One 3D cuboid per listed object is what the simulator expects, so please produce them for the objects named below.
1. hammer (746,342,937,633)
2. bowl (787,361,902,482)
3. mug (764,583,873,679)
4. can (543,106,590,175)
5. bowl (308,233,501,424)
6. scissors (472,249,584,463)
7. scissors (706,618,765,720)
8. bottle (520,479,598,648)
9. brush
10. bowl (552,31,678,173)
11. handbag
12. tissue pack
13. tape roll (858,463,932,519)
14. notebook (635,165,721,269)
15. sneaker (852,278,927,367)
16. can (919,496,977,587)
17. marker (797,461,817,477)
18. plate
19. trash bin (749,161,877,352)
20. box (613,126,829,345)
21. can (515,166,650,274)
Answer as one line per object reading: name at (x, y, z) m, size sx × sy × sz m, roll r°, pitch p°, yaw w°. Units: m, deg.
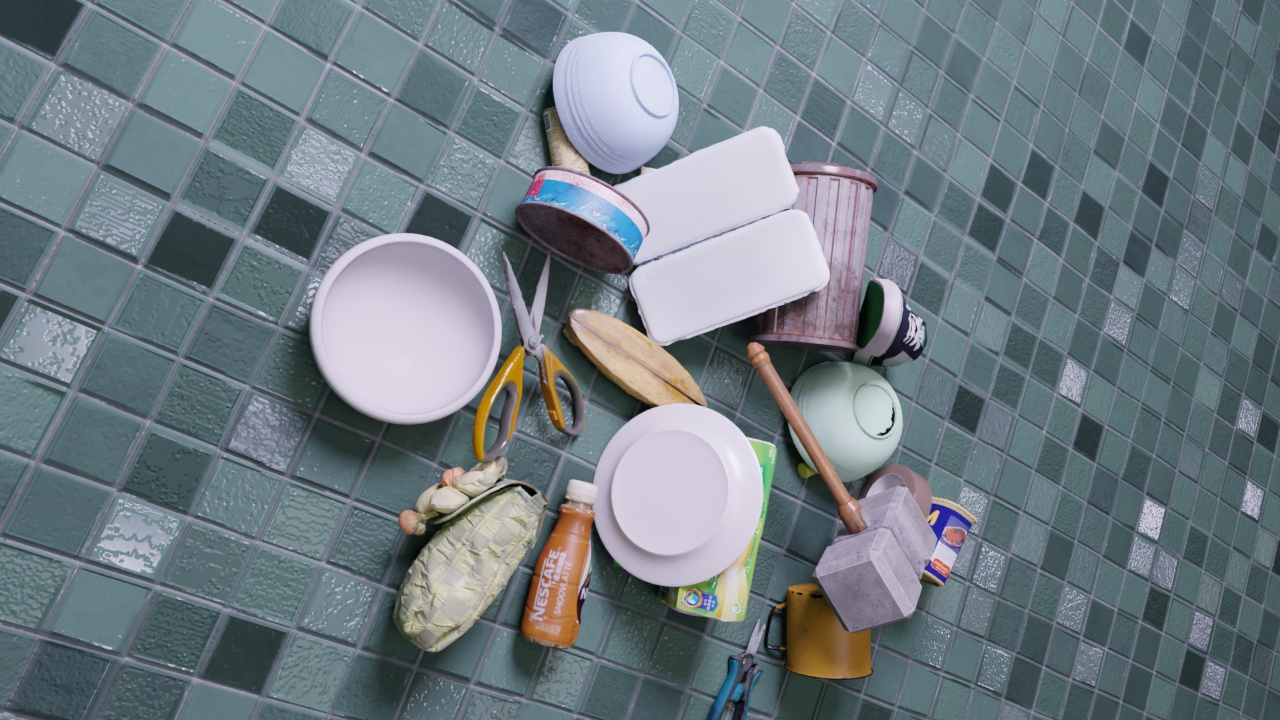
hammer at (0.201, 0.117, 1.007) m, size 0.317 × 0.083 × 0.162 m, roll 59°, pitch 33°, yaw -4°
bowl at (0.258, 0.067, 1.101) m, size 0.150 × 0.077 × 0.150 m, roll 8°, pitch 73°, yaw -27°
mug at (0.208, 0.312, 1.075) m, size 0.124 × 0.100 × 0.094 m, roll 0°, pitch 85°, yaw 13°
can at (-0.078, -0.226, 0.970) m, size 0.038 × 0.038 × 0.079 m, roll -11°, pitch 93°, yaw -28°
bowl at (-0.225, -0.028, 0.869) m, size 0.176 × 0.066 × 0.176 m, roll 1°, pitch 88°, yaw -28°
scissors at (-0.103, 0.003, 0.916) m, size 0.216 × 0.016 × 0.225 m, roll 34°, pitch 66°, yaw -53°
scissors at (0.110, 0.376, 1.058) m, size 0.143 × 0.019 × 0.126 m, roll -23°, pitch 98°, yaw -28°
bottle at (-0.077, 0.207, 0.942) m, size 0.059 × 0.059 × 0.167 m, roll 17°, pitch 80°, yaw -26°
brush at (-0.006, 0.006, 0.996) m, size 0.195 × 0.043 × 0.059 m, roll 37°, pitch 73°, yaw -23°
bowl at (-0.011, -0.278, 0.962) m, size 0.150 × 0.075 × 0.150 m, roll 9°, pitch 77°, yaw -46°
handbag at (-0.174, 0.172, 0.865) m, size 0.117 × 0.113 × 0.186 m, roll 43°, pitch 70°, yaw -12°
tissue pack at (0.050, 0.170, 0.989) m, size 0.141 × 0.120 × 0.197 m, roll 14°, pitch 75°, yaw -8°
tape roll at (0.311, 0.176, 1.129) m, size 0.030 × 0.094 × 0.093 m, roll 29°, pitch 75°, yaw -24°
notebook at (0.089, -0.136, 1.070) m, size 0.208 × 0.012 × 0.153 m, roll 4°, pitch 87°, yaw -27°
sneaker at (0.292, -0.037, 1.047) m, size 0.079 × 0.235 × 0.084 m, roll 8°, pitch 83°, yaw 10°
can at (0.343, 0.219, 1.133) m, size 0.056 × 0.116 × 0.092 m, roll 36°, pitch 75°, yaw -22°
marker at (0.248, 0.117, 1.139) m, size 0.123 × 0.021 × 0.017 m, roll -18°, pitch 97°, yaw -29°
plate at (0.032, 0.135, 0.945) m, size 0.016 × 0.189 × 0.188 m, roll 32°, pitch 70°, yaw -63°
trash bin at (0.196, -0.121, 1.046) m, size 0.130 × 0.131 × 0.211 m, roll 7°, pitch 88°, yaw -28°
box at (0.078, -0.131, 0.983) m, size 0.209 × 0.037 × 0.189 m, roll -18°, pitch 95°, yaw 11°
can at (-0.058, -0.139, 0.925) m, size 0.130 × 0.130 × 0.044 m, roll 31°, pitch 74°, yaw -23°
